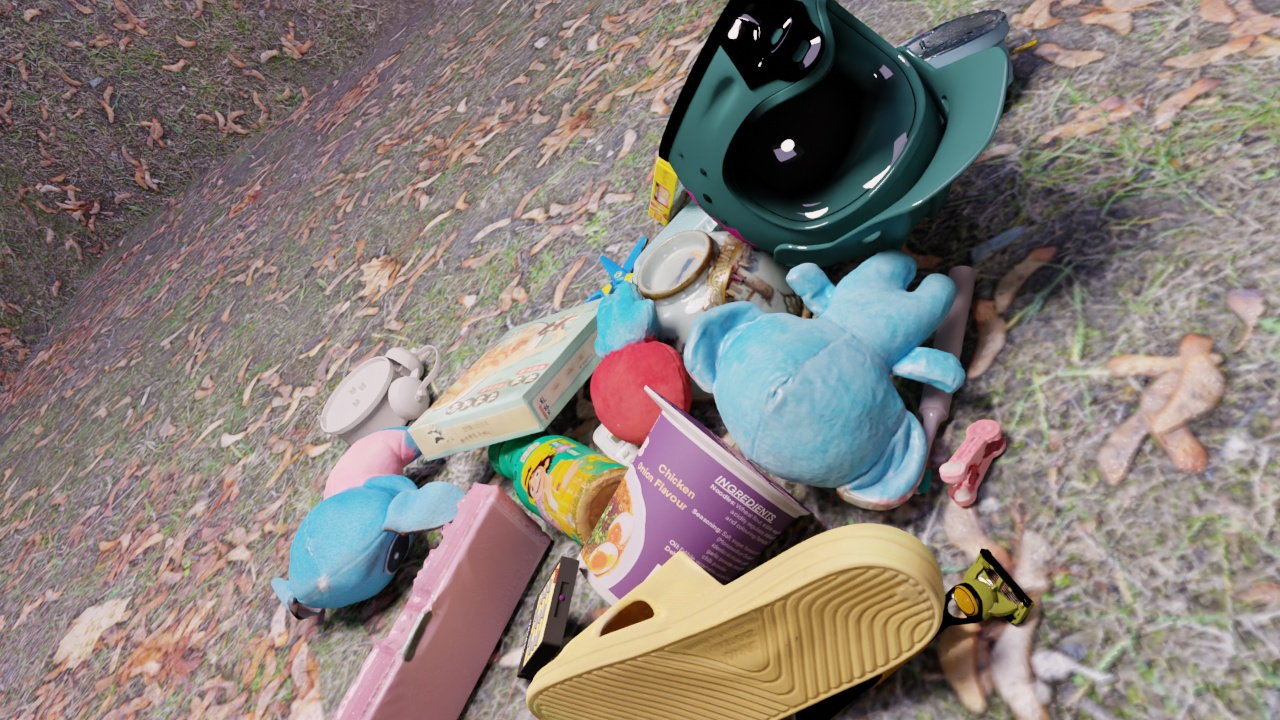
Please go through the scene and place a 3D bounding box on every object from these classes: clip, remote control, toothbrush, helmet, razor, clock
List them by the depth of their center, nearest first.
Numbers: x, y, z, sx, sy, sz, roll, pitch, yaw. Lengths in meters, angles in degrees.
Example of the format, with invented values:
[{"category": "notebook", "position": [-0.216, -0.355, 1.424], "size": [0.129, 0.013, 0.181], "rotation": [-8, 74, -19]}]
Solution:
[{"category": "razor", "position": [0.145, 0.161, 0.510], "size": [0.144, 0.021, 0.044], "rotation": [-39, 34, 8]}, {"category": "clip", "position": [0.204, 0.065, 0.560], "size": [0.059, 0.045, 0.023], "rotation": [-25, 24, -38]}, {"category": "toothbrush", "position": [0.203, 0.010, 0.619], "size": [0.019, 0.018, 0.187], "rotation": [-8, 46, 40]}, {"category": "remote control", "position": [-0.064, 0.178, 0.624], "size": [0.134, 0.013, 0.058], "rotation": [116, 168, -58]}, {"category": "helmet", "position": [0.134, -0.161, 0.657], "size": [0.176, 0.200, 0.275], "rotation": [-59, 1, -1]}, {"category": "remote control", "position": [0.007, 0.076, 0.736], "size": [0.050, 0.022, 0.133], "rotation": [-45, 34, -4]}, {"category": "clock", "position": [0.246, -0.242, 0.787], "size": [0.162, 0.060, 0.118], "rotation": [-32, 21, -7]}, {"category": "clock", "position": [-0.293, 0.038, 1.042], "size": [0.159, 0.061, 0.120], "rotation": [-39, 34, 6]}]

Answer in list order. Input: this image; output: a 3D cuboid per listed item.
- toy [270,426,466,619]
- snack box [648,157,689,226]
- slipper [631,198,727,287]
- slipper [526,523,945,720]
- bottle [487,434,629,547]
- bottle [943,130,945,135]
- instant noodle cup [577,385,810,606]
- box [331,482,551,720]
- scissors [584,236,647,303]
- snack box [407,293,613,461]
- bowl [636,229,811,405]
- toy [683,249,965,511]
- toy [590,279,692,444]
[{"category": "toy", "position": [-0.252, 0.141, 0.857], "size": [0.225, 0.099, 0.191], "rotation": [-36, 28, 23]}, {"category": "snack box", "position": [0.042, -0.191, 0.911], "size": [0.075, 0.025, 0.152], "rotation": [-54, -4, -9]}, {"category": "slipper", "position": [0.088, -0.172, 0.872], "size": [0.276, 0.069, 0.116], "rotation": [-41, 16, -1]}, {"category": "slipper", "position": [0.050, 0.157, 0.531], "size": [0.264, 0.099, 0.078], "rotation": [-33, 20, 28]}, {"category": "bottle", "position": [-0.069, 0.096, 0.748], "size": [0.068, 0.068, 0.210], "rotation": [-51, 28, -14]}, {"category": "bottle", "position": [0.221, -0.178, 0.797], "size": [0.123, 0.033, 0.033], "rotation": [7, 57, 49]}, {"category": "instant noodle cup", "position": [0.020, 0.106, 0.610], "size": [0.122, 0.137, 0.122], "rotation": [-52, 7, 1]}, {"category": "box", "position": [-0.178, 0.210, 0.710], "size": [0.116, 0.106, 0.232], "rotation": [5, 56, 36]}, {"category": "scissors", "position": [-0.017, -0.086, 0.948], "size": [0.123, 0.016, 0.125], "rotation": [1, 52, 40]}, {"category": "snack box", "position": [-0.106, 0.013, 0.853], "size": [0.142, 0.044, 0.193], "rotation": [-16, 21, 34]}, {"category": "bowl", "position": [0.052, -0.052, 0.771], "size": [0.160, 0.094, 0.159], "rotation": [-26, 38, 22]}, {"category": "toy", "position": [0.131, 0.004, 0.612], "size": [0.183, 0.115, 0.180], "rotation": [38, 72, 28]}, {"category": "toy", "position": [-0.004, 0.004, 0.724], "size": [0.092, 0.062, 0.132], "rotation": [-26, 68, 39]}]
